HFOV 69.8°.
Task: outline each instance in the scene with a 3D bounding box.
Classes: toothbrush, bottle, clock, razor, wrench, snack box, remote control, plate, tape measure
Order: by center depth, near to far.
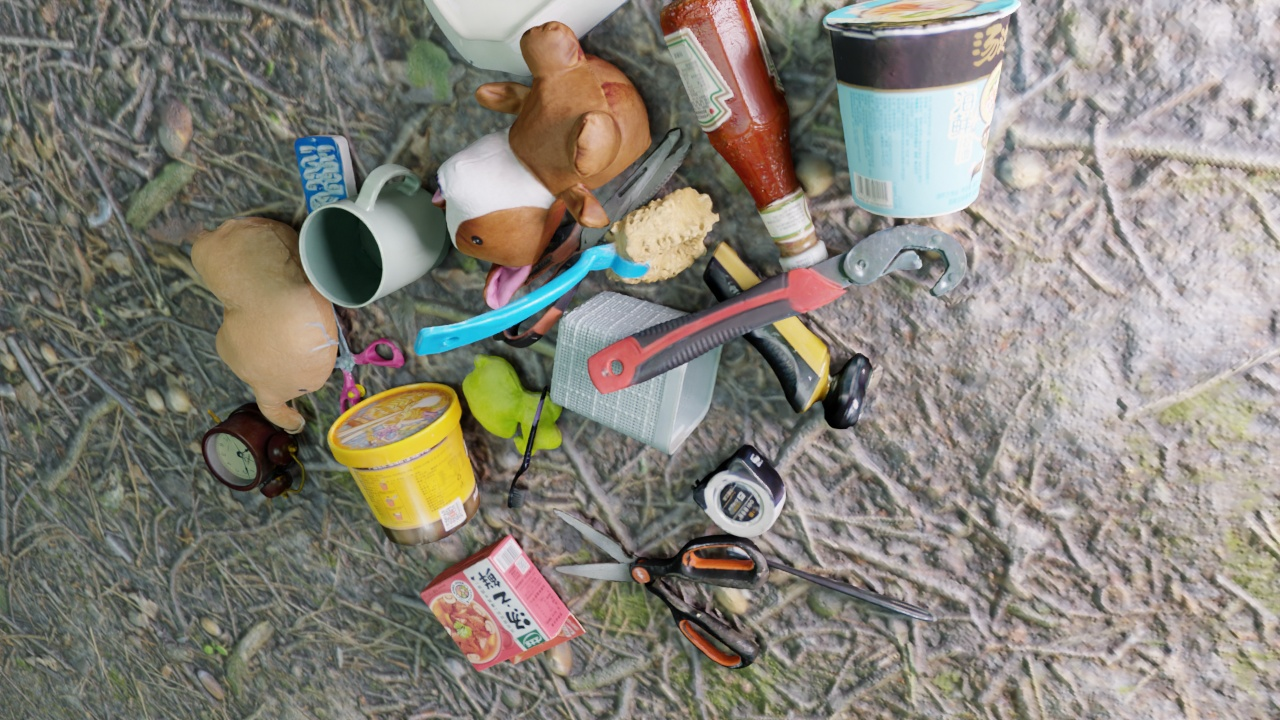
[{"bbox_3d":[0.079,-0.156,0.635,0.060,0.059,0.206,-16,111,28],"label":"bottle"},{"bbox_3d":[-0.065,-0.316,0.640,0.266,0.034,0.162,-28,99,31],"label":"plate"},{"bbox_3d":[0.092,-0.036,0.643,0.273,0.016,0.056,-18,84,4],"label":"wrench"},{"bbox_3d":[0.109,-0.021,0.689,0.067,0.062,0.167,-41,86,1],"label":"razor"},{"bbox_3d":[0.085,0.112,0.763,0.066,0.033,0.066,49,123,0],"label":"tape measure"},{"bbox_3d":[0.159,0.185,0.773,0.181,0.015,0.018,17,109,17],"label":"toothbrush"},{"bbox_3d":[-0.098,0.082,0.812,0.017,0.014,0.189,21,137,-1],"label":"toothbrush"},{"bbox_3d":[-0.271,-0.137,0.815,0.049,0.024,0.125,5,113,22],"label":"remote control"},{"bbox_3d":[-0.139,0.252,0.915,0.113,0.044,0.127,-33,97,31],"label":"snack box"},{"bbox_3d":[-0.397,0.096,0.953,0.122,0.055,0.082,27,120,9],"label":"clock"}]

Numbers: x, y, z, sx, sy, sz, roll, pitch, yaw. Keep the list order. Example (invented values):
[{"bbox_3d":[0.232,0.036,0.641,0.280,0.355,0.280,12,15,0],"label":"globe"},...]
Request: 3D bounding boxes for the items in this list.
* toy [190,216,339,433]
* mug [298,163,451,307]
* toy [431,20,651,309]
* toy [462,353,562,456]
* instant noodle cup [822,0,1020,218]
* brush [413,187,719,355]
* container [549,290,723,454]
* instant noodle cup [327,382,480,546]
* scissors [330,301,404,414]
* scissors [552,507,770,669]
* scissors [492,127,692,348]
[{"bbox_3d":[-0.345,-0.024,0.866,0.144,0.082,0.226,7,115,31],"label":"toy"},{"bbox_3d":[-0.209,-0.110,0.751,0.082,0.106,0.112,29,121,11],"label":"mug"},{"bbox_3d":[-0.087,-0.139,0.681,0.200,0.130,0.140,-38,66,41],"label":"toy"},{"bbox_3d":[-0.117,0.042,0.822,0.100,0.031,0.097,11,118,19],"label":"toy"},{"bbox_3d":[0.173,-0.157,0.573,0.111,0.111,0.120,4,121,22],"label":"instant noodle cup"},{"bbox_3d":[-0.043,-0.057,0.632,0.046,0.253,0.083,53,145,12],"label":"brush"},{"bbox_3d":[-0.004,0.004,0.724,0.111,0.089,0.090,19,118,19],"label":"container"},{"bbox_3d":[-0.208,0.097,0.841,0.119,0.118,0.114,-3,118,25],"label":"instant noodle cup"},{"bbox_3d":[-0.279,0.005,0.887,0.135,0.017,0.133,-3,107,29],"label":"scissors"},{"bbox_3d":[0.022,0.204,0.830,0.222,0.021,0.227,-27,103,38],"label":"scissors"},{"bbox_3d":[-0.047,-0.102,0.721,0.199,0.015,0.204,13,81,46],"label":"scissors"}]
